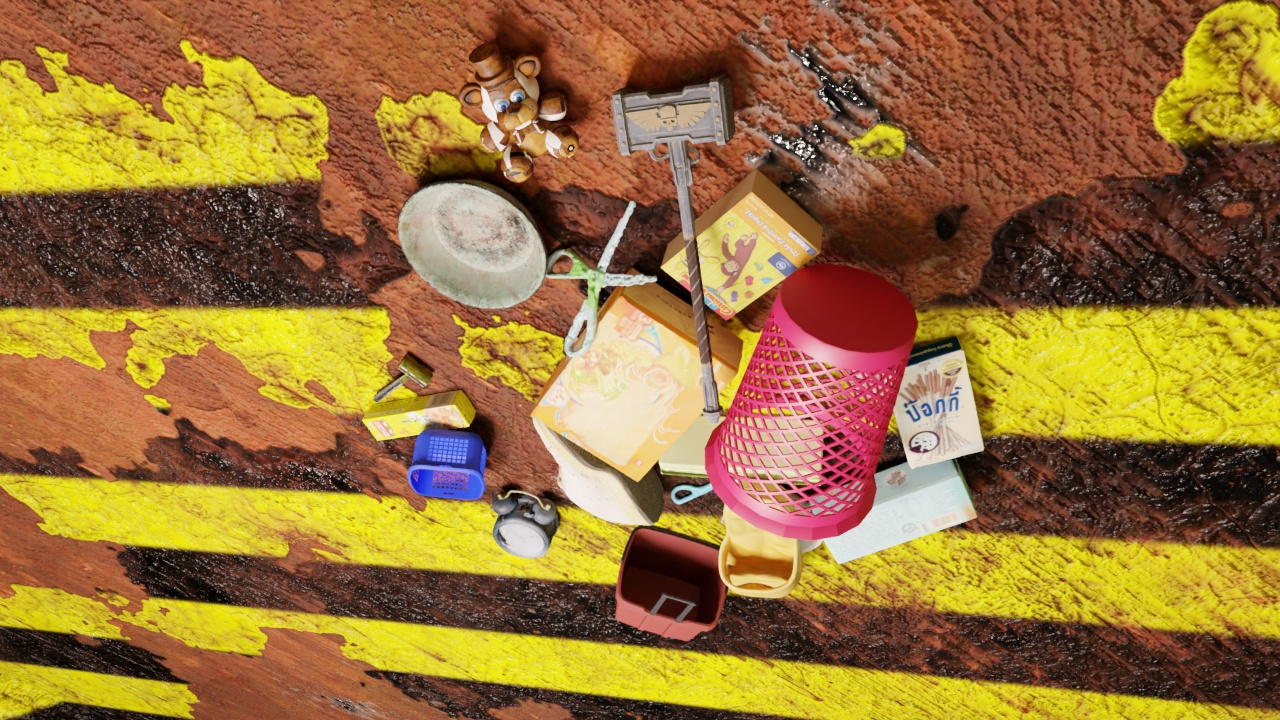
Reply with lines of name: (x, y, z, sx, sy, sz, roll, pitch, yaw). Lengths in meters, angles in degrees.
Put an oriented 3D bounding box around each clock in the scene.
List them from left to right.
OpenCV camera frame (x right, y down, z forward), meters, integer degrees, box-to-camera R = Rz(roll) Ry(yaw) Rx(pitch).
clock: (-0.158, 0.219, 1.260, 0.090, 0.052, 0.130, 10, 130, 6)

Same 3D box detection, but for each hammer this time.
hammer: (0.049, -0.088, 0.837, 0.098, 0.044, 0.322, -2, 112, 18)

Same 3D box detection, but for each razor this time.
razor: (-0.303, 0.029, 1.141, 0.042, 0.026, 0.106, 39, 135, -24)

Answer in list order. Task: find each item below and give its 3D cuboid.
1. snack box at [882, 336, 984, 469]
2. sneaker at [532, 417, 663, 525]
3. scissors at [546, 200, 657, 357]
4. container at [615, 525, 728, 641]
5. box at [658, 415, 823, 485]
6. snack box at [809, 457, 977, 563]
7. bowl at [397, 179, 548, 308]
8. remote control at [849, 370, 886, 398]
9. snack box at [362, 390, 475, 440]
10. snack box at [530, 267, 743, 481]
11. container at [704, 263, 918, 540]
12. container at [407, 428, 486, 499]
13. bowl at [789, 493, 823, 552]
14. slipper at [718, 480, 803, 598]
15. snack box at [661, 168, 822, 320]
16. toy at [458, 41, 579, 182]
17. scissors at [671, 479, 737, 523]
snack box: (0.308, 0.048, 0.966, 0.082, 0.026, 0.150, -16, 127, 13)
sneaker: (-0.068, 0.123, 1.125, 0.103, 0.088, 0.241, -11, 134, 35)
scissors: (-0.041, -0.075, 0.902, 0.023, 0.168, 0.172, 11, 180, -40)
container: (0.043, 0.292, 1.218, 0.148, 0.126, 0.201, 17, 145, -1)
box: (0.117, 0.109, 1.060, 0.188, 0.077, 0.089, 4, 134, 12)
snack box: (0.289, 0.169, 1.056, 0.175, 0.053, 0.075, -24, 125, 15)
bowl: (-0.167, -0.125, 0.939, 0.157, 0.038, 0.158, 8, 134, 8)
remote control: (0.236, -0.009, 0.950, 0.038, 0.018, 0.126, 1, 132, 15)
snack box: (-0.282, 0.070, 1.167, 0.148, 0.028, 0.040, -10, 129, 24)
snack box: (-0.005, 0.015, 0.980, 0.145, 0.080, 0.196, 33, 125, -10)
container: (0.173, 0.033, 0.896, 0.183, 0.182, 0.226, 13, 132, 4)
container: (-0.244, 0.131, 1.171, 0.096, 0.058, 0.114, 6, 153, -6)
bowl: (0.175, 0.194, 1.145, 0.110, 0.040, 0.110, 9, 138, 8)
slipper: (0.146, 0.240, 1.111, 0.099, 0.078, 0.264, 1, 141, 11)
snack box: (0.096, -0.108, 0.879, 0.088, 0.040, 0.126, 37, 132, -19)
toy: (-0.111, -0.224, 0.812, 0.087, 0.067, 0.113, -26, 138, 6)
scissors: (0.092, 0.165, 1.166, 0.126, 0.015, 0.136, 4, 128, 10)
